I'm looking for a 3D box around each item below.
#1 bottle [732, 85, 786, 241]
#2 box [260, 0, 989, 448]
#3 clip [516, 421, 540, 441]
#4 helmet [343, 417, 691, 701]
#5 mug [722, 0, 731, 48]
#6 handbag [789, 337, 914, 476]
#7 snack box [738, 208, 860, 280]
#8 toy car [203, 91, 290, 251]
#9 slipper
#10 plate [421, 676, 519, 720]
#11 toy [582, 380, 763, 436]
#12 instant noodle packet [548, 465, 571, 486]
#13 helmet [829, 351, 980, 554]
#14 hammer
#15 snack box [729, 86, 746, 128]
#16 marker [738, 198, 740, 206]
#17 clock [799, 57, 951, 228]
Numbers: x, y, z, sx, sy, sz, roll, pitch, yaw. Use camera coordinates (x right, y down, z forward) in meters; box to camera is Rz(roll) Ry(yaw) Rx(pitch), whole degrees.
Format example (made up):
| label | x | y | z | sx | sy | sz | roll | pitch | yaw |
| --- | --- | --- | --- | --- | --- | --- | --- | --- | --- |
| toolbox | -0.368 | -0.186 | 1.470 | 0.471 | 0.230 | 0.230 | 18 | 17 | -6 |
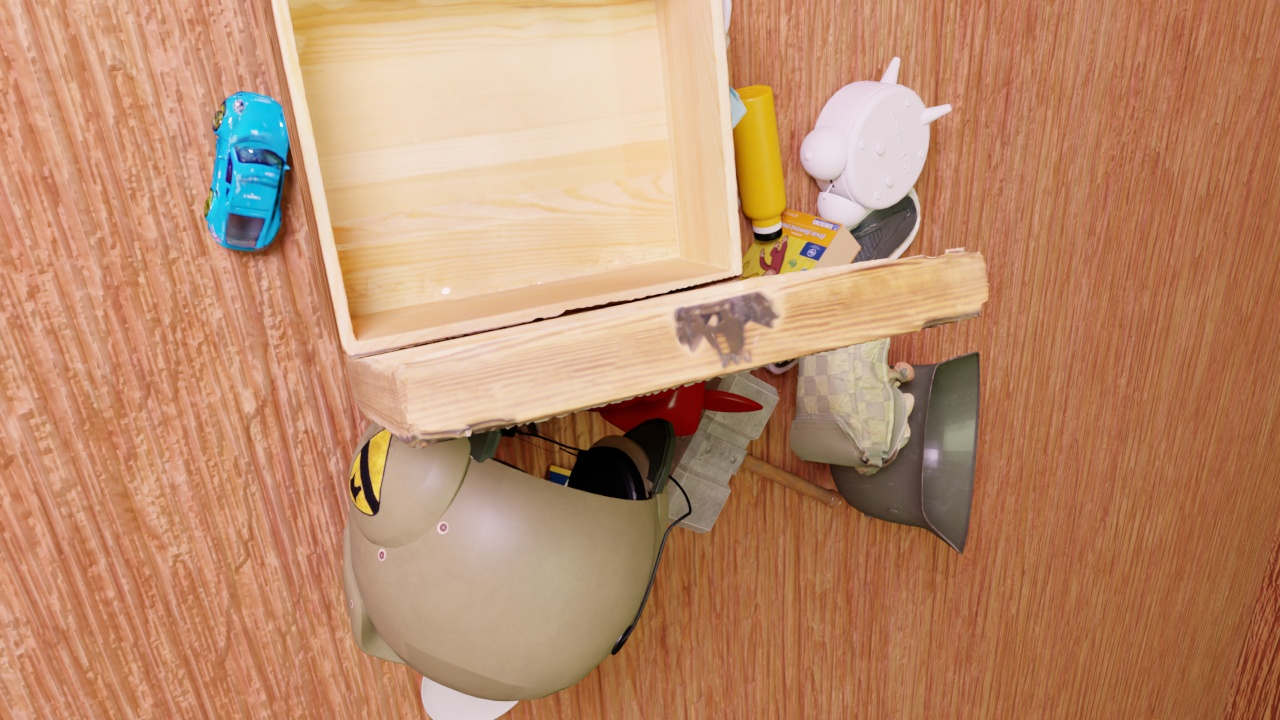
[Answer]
| label | x | y | z | sx | sy | sz | roll | pitch | yaw |
| --- | --- | --- | --- | --- | --- | --- | --- | --- | --- |
| bottle | 0.113 | -0.184 | 0.873 | 0.043 | 0.043 | 0.144 | -30 | 125 | -25 |
| box | -0.031 | -0.093 | 0.500 | 0.278 | 0.336 | 0.287 | -13 | 108 | -23 |
| clip | -0.107 | 0.044 | 0.812 | 0.049 | 0.026 | 0.061 | 14 | 98 | -40 |
| helmet | -0.108 | 0.123 | 0.676 | 0.250 | 0.256 | 0.233 | 18 | 94 | -40 |
| mug | 0.019 | -0.273 | 0.730 | 0.121 | 0.090 | 0.091 | 14 | 99 | -41 |
| handbag | 0.218 | 0.022 | 0.910 | 0.116 | 0.113 | 0.186 | 3 | 87 | -26 |
| snack box | 0.143 | -0.082 | 0.909 | 0.040 | 0.088 | 0.125 | 39 | 83 | -41 |
| toy car | -0.261 | -0.125 | 0.614 | 0.048 | 0.032 | 0.105 | 4 | 105 | -39 |
| slipper | 0.225 | -0.091 | 0.990 | 0.263 | 0.063 | 0.111 | -44 | 129 | -17 |
| plate | -0.152 | 0.296 | 0.893 | 0.134 | 0.011 | 0.135 | -16 | 118 | -33 |
| toy | -0.005 | 0.004 | 0.793 | 0.197 | 0.159 | 0.120 | 35 | 53 | -47 |
| instant noodle packet | -0.066 | 0.174 | 0.883 | 0.087 | 0.026 | 0.134 | 18 | 98 | -12 |
| helmet | 0.295 | 0.095 | 1.047 | 0.267 | 0.154 | 0.226 | 29 | 67 | -64 |
| hammer | 0.132 | 0.117 | 0.992 | 0.317 | 0.083 | 0.162 | 26 | 91 | -42 |
| snack box | 0.004 | -0.159 | 0.756 | 0.053 | 0.075 | 0.174 | 37 | 92 | -27 |
| marker | 0.039 | -0.158 | 0.844 | 0.140 | 0.016 | 0.016 | 7 | 104 | -40 |
| clock | 0.240 | -0.217 | 0.938 | 0.160 | 0.073 | 0.125 | -43 | 129 | -16 |
